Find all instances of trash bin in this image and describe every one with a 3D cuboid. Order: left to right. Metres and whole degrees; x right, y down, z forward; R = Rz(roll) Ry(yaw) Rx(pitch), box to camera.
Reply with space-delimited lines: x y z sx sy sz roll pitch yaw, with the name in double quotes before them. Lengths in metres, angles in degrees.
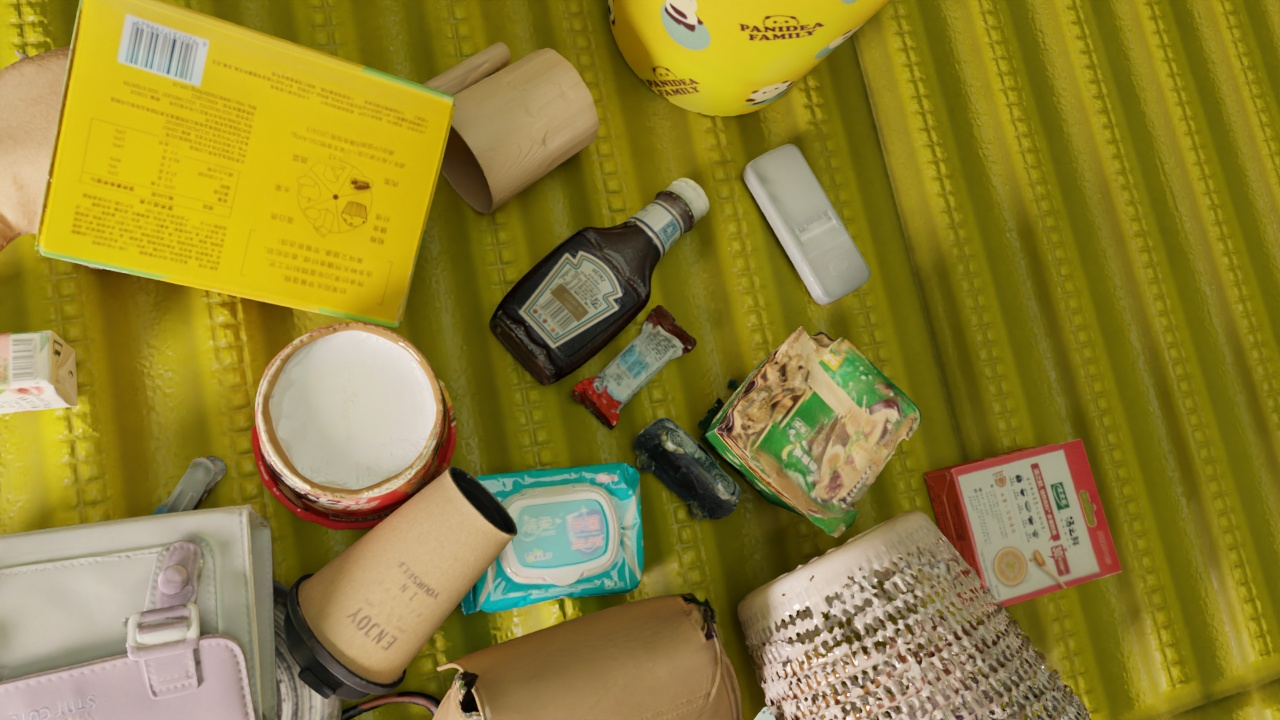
"trash bin" 0.092 -0.317 0.666 0.229 0.256 0.229 3 78 -15
"trash bin" 0.173 0.217 0.617 0.227 0.228 0.192 -22 73 -18

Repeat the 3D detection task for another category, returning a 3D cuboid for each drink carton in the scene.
"drink carton" -0.423 0.008 0.566 0.122 0.054 0.045 -5 76 -16

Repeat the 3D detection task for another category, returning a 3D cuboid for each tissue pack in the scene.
"tissue pack" -0.064 0.123 0.643 0.133 0.050 0.093 -5 81 -16

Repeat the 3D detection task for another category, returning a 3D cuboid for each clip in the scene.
"clip" -0.298 0.088 0.605 0.024 0.026 0.056 33 85 -4

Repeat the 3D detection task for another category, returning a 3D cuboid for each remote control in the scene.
"remote control" 0.138 -0.113 0.762 0.055 0.020 0.136 -29 87 -20

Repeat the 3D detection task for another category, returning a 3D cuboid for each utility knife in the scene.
"utility knife" 0.029 0.293 0.602 0.034 0.018 0.187 31 105 -22

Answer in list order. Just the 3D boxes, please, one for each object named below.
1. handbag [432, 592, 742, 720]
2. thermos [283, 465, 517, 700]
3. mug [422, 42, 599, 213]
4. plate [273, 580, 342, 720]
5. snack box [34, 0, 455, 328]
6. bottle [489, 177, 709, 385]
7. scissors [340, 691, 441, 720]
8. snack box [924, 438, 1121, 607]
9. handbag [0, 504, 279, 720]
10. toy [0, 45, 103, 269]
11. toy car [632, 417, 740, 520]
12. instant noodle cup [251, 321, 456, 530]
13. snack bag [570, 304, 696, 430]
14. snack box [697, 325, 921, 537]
"handbag" -0.038 0.221 0.587 0.204 0.148 0.099 -10 38 -23
"thermos" -0.149 0.138 0.578 0.143 0.093 0.093 -44 92 1
"mug" -0.108 -0.183 0.686 0.103 0.084 0.124 -38 64 -20
"plate" -0.277 0.220 0.571 0.179 0.024 0.179 4 68 -11
"snack box" -0.238 -0.120 0.572 0.209 0.070 0.158 12 101 -26
"bottle" -0.023 -0.069 0.697 0.080 0.044 0.194 47 70 -3
"scissors" -0.221 0.271 0.587 0.226 0.015 0.188 43 70 0
"snack box" 0.309 0.131 0.746 0.127 0.044 0.113 -10 81 -16
"handbag" -0.316 0.168 0.521 0.197 0.099 0.145 -7 77 -14
"toy" -0.367 -0.132 0.596 0.225 0.083 0.143 -23 89 -17
"toy car" 0.036 0.081 0.685 0.090 0.043 0.034 42 38 1
"instant noodle cup" -0.187 0.041 0.595 0.137 0.109 0.137 3 78 -15
"snack bag" -0.004 0.004 0.696 0.045 0.026 0.105 43 70 6
"snack box" 0.114 0.052 0.678 0.117 0.106 0.118 43 72 -6
